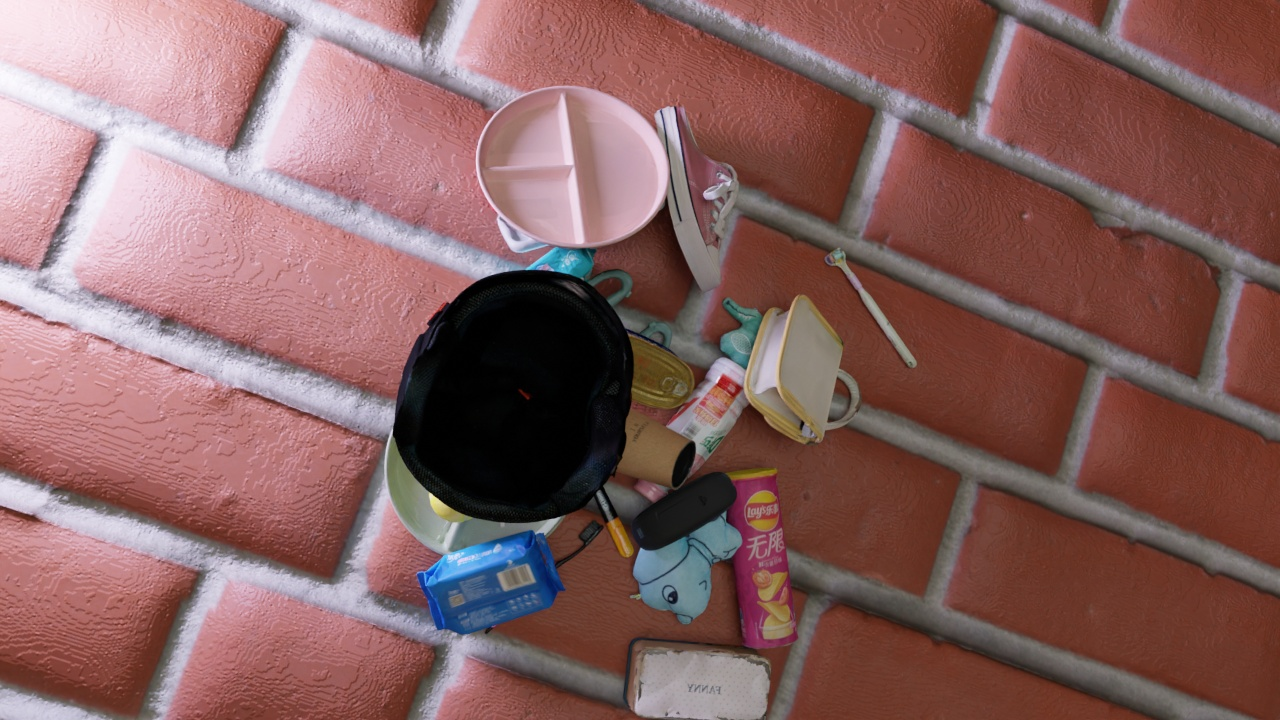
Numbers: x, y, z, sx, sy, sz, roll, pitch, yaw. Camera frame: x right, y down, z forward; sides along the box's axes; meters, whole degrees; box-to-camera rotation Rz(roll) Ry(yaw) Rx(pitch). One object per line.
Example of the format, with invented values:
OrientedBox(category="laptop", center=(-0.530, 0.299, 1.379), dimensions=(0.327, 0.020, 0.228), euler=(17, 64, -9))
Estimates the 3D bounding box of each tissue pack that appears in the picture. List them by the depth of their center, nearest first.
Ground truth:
OrientedBox(category="tissue pack", center=(-0.173, 0.256, 1.062), dimensions=(0.157, 0.052, 0.095), euler=(-17, 117, -3))
OrientedBox(category="tissue pack", center=(-0.111, -0.089, 1.100), dimensions=(0.133, 0.093, 0.050), euler=(-39, 86, -12))

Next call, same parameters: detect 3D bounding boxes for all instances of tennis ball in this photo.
OrientedBox(category="tennis ball", center=(-0.208, 0.152, 1.047), dimensions=(0.065, 0.065, 0.065), euler=(1, 85, -11))

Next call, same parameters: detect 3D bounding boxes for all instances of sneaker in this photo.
OrientedBox(category="sneaker", center=(0.080, -0.207, 1.143), dimensions=(0.088, 0.118, 0.241), euler=(-12, 82, 9))

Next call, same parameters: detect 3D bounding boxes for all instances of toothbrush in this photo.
OrientedBox(category="toothbrush", center=(-0.118, 0.262, 1.111), dimensions=(0.189, 0.014, 0.018), euler=(-41, 84, -11))
OrientedBox(category="toothbrush", center=(0.308, -0.067, 1.215), dimensions=(0.189, 0.029, 0.020), euler=(53, 38, -4))

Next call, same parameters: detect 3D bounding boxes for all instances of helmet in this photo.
OrientedBox(category="helmet", center=(-0.130, 0.032, 0.968), dimensions=(0.233, 0.230, 0.275), euler=(27, 95, -13))

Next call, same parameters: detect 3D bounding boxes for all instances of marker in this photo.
OrientedBox(category="marker", center=(-0.040, 0.185, 1.130), dimensions=(0.018, 0.015, 0.124), euler=(-25, 89, -16))

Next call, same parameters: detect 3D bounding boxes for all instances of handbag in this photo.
OrientedBox(category="handbag", center=(0.211, 0.029, 1.147), dimensions=(0.178, 0.063, 0.163), euler=(42, 49, -27))

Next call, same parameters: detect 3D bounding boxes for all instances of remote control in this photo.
OrientedBox(category="remote control", center=(0.050, 0.178, 1.081), dimensions=(0.136, 0.024, 0.053), euler=(-32, 79, 7))

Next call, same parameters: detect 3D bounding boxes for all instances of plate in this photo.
OrientedBox(category="plate", center=(-0.079, -0.228, 1.091), dimensions=(0.229, 0.028, 0.229), euler=(3, 65, -7))
OrientedBox(category="plate", center=(-0.188, 0.126, 1.101), dimensions=(0.230, 0.027, 0.230), euler=(1, 85, -11))

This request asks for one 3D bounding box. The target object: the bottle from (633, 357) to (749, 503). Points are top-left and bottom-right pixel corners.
OrientedBox(category="bottle", center=(0.066, 0.091, 1.134), dimensions=(0.068, 0.068, 0.196), euler=(38, 84, -6))

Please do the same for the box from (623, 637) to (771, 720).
OrientedBox(category="box", center=(0.063, 0.389, 1.111), dimensions=(0.184, 0.063, 0.089), euler=(10, 83, -8))

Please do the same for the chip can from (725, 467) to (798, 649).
OrientedBox(category="chip can", center=(0.146, 0.242, 1.132), dimensions=(0.071, 0.071, 0.210), euler=(-6, 87, -11))

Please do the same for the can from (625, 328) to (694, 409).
OrientedBox(category="can", center=(-0.007, 0.007, 1.115), dimensions=(0.148, 0.049, 0.075), euler=(23, 101, -21))

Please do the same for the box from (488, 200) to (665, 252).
OrientedBox(category="box", center=(-0.086, -0.212, 1.131), dimensions=(0.201, 0.064, 0.160), euler=(-19, 69, -12))

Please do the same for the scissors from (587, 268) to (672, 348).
OrientedBox(category="scissors", center=(-0.053, -0.039, 1.125), dimensions=(0.176, 0.019, 0.172), euler=(-19, 112, -7))

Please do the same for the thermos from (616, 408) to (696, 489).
OrientedBox(category="thermos", center=(-0.011, 0.098, 1.082), dimensions=(0.143, 0.093, 0.093), euler=(20, 80, 25))

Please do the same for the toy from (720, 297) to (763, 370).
OrientedBox(category="toy", center=(0.132, -0.035, 1.169), dimensions=(0.096, 0.030, 0.091), euler=(41, 57, 3))

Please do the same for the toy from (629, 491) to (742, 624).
OrientedBox(category="toy", center=(0.051, 0.240, 1.114), dimensions=(0.156, 0.049, 0.161), euler=(-24, 94, 12))
